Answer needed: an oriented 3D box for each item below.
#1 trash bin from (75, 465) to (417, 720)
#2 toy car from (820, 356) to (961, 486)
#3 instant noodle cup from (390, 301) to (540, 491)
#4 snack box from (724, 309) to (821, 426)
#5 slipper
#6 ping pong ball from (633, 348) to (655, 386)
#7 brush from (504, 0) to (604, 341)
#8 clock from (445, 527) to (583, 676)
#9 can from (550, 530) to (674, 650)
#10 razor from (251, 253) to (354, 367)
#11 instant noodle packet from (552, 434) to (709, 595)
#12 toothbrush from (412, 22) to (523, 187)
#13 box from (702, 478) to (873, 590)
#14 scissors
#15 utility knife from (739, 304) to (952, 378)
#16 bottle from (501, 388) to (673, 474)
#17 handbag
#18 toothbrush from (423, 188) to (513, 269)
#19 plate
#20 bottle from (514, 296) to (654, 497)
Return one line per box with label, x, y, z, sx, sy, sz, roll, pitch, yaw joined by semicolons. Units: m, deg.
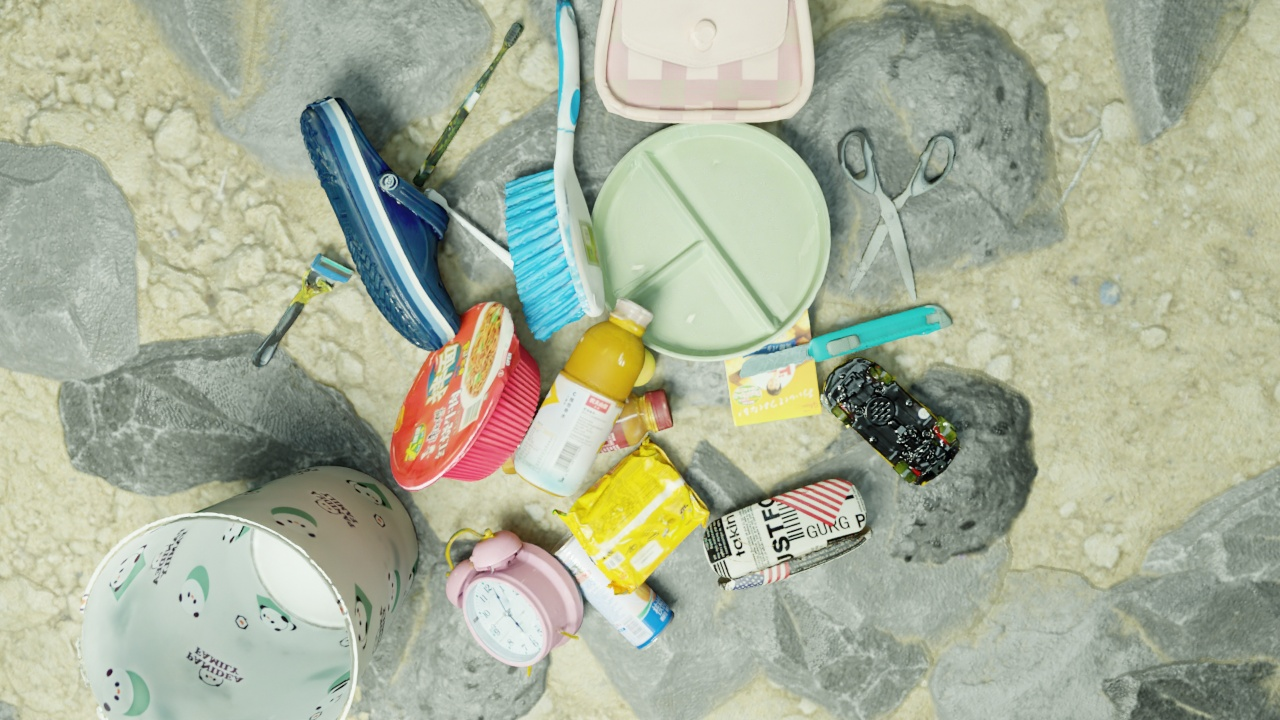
trash bin;-0.329;0.214;0.847;0.229;0.251;0.229;1;98;3
toy car;0.244;0.057;0.898;0.156;0.041;0.071;40;98;-7
instant noodle cup;-0.157;0.042;0.867;0.066;0.194;0.194;31;99;-31
snack box;0.124;-0.010;0.901;0.087;0.033;0.140;-8;99;5
slipper;-0.236;-0.132;0.877;0.095;0.105;0.253;-29;103;-20
ping pong ball;-0.005;0.005;0.905;0.040;0.040;0.040;0;98;3
brush;-0.082;-0.183;0.873;0.110;0.060;0.314;-17;81;27
clock;-0.133;0.232;0.915;0.158;0.059;0.117;48;126;6
can;-0.030;0.229;0.932;0.053;0.053;0.134;-44;93;8
razor;-0.349;-0.049;0.928;0.143;0.022;0.042;-49;137;11
instant noodle packet;-0.008;0.154;0.905;0.128;0.044;0.111;-38;89;-20
toothbrush;-0.168;-0.247;0.890;0.012;0.017;0.186;34;99;-13
box;0.148;0.181;0.912;0.162;0.087;0.076;-21;57;3
scissors;0.244;-0.145;0.887;0.159;0.014;0.181;-33;97;9
utility knife;0.199;-0.017;0.881;0.222;0.013;0.029;-15;95;-9
bottle;-0.056;0.067;0.908;0.175;0.057;0.057;-13;97;5
handbag;0.058;-0.325;0.794;0.193;0.093;0.235;2;120;1
toothbrush;-0.142;-0.110;0.912;0.180;0.016;0.016;39;96;-5
plate;0.063;-0.113;0.870;0.230;0.027;0.230;0;88;11
bottle;-0.047;0.032;0.844;0.068;0.068;0.189;28;91;-1
